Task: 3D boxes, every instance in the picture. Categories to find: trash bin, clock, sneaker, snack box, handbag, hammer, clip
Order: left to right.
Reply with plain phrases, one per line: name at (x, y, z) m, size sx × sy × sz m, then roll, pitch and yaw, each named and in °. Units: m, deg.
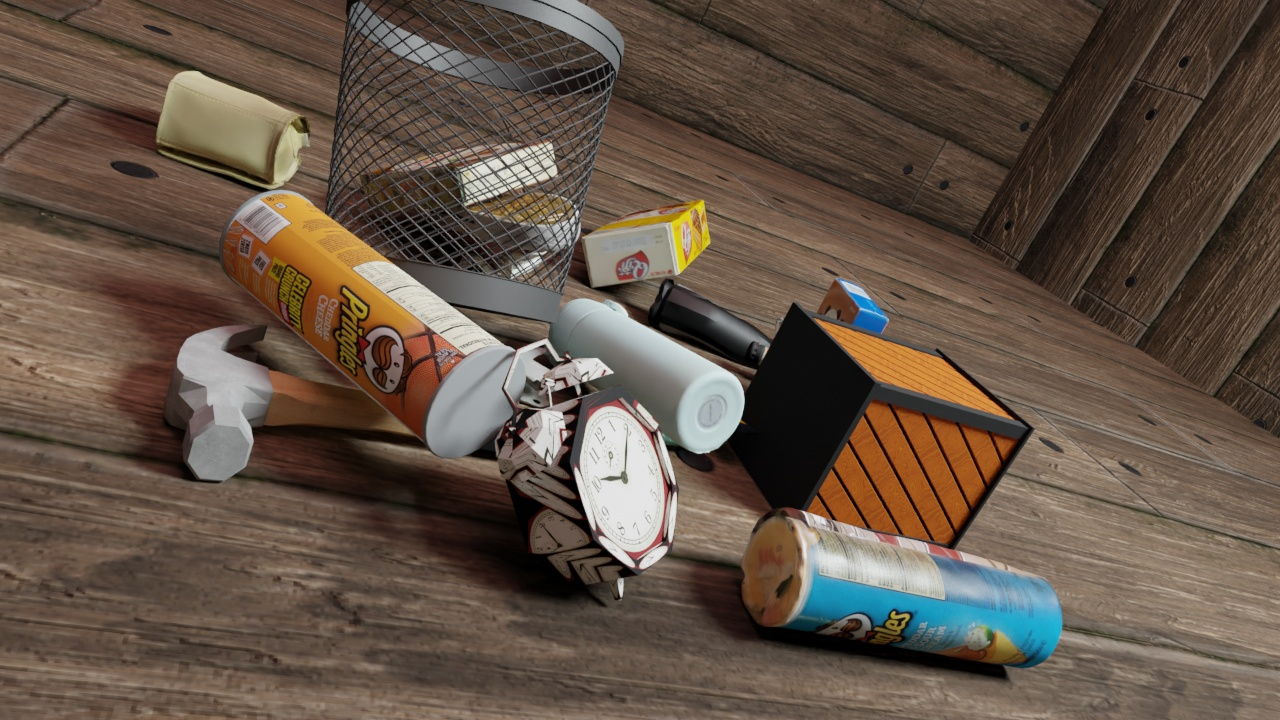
handbag at (-0.397, -0.227, 0.911) m, size 0.119 × 0.081 × 0.111 m, roll 19°, pitch 14°, yaw -11°
hammer at (-0.135, 0.040, 0.613) m, size 0.327 × 0.039 × 0.131 m, roll 11°, pitch 23°, yaw -34°
snack box at (-0.186, -0.191, 0.948) m, size 0.147 × 0.041 × 0.142 m, roll 5°, pitch 24°, yaw 35°
trash bin at (-0.140, -0.158, 0.731) m, size 0.218 × 0.227 × 0.218 m, roll 10°, pitch 1°, yaw 0°
sneaker at (-0.141, -0.121, 0.929) m, size 0.118 × 0.088 × 0.241 m, roll -21°, pitch 23°, yaw -31°
clip at (-0.092, 0.006, 0.738) m, size 0.058 × 0.050 × 0.101 m, roll 20°, pitch 18°, yaw 25°
clock at (-0.042, 0.060, 0.549) m, size 0.155 × 0.065 × 0.114 m, roll 61°, pitch 31°, yaw -19°
snack box at (0.014, -0.149, 1.135) m, size 0.110 × 0.062 × 0.229 m, roll -7°, pitch 14°, yaw 15°
snack box at (0.180, 0.003, 0.895) m, size 0.034 × 0.151 × 0.087 m, roll 20°, pitch 21°, yaw -12°
trash bin at (0.198, 0.062, 0.790) m, size 0.171 × 0.140 × 0.139 m, roll 15°, pitch 23°, yaw -26°

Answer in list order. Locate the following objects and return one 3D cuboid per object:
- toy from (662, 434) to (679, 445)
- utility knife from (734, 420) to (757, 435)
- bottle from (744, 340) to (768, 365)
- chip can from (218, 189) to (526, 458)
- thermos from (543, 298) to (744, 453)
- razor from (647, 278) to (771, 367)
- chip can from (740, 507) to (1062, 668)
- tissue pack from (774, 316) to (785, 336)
toy at (0.016, 0.046, 0.782) m, size 0.085 × 0.033 × 0.105 m, roll 23°, pitch 19°, yaw 27°
utility knife at (0.046, 0.029, 0.845) m, size 0.030 × 0.017 × 0.179 m, roll 26°, pitch 9°, yaw -39°
bottle at (0.199, 0.026, 0.996) m, size 0.181 × 0.059 × 0.059 m, roll 24°, pitch 21°, yaw -2°
chip can at (-0.172, -0.028, 0.574) m, size 0.215 × 0.075 × 0.075 m, roll 34°, pitch 22°, yaw 27°
thermos at (-0.004, 0.004, 0.742) m, size 0.207 × 0.077 × 0.065 m, roll 31°, pitch -18°, yaw 51°
razor at (0.086, -0.035, 1.032) m, size 0.156 × 0.057 × 0.060 m, roll 25°, pitch -11°, yaw 0°
chip can at (0.181, 0.159, 0.631) m, size 0.229 × 0.080 × 0.079 m, roll 16°, pitch 22°, yaw -23°
tissue pack at (0.224, -0.006, 1.099) m, size 0.092 × 0.062 × 0.144 m, roll 15°, pitch 20°, yaw -20°
